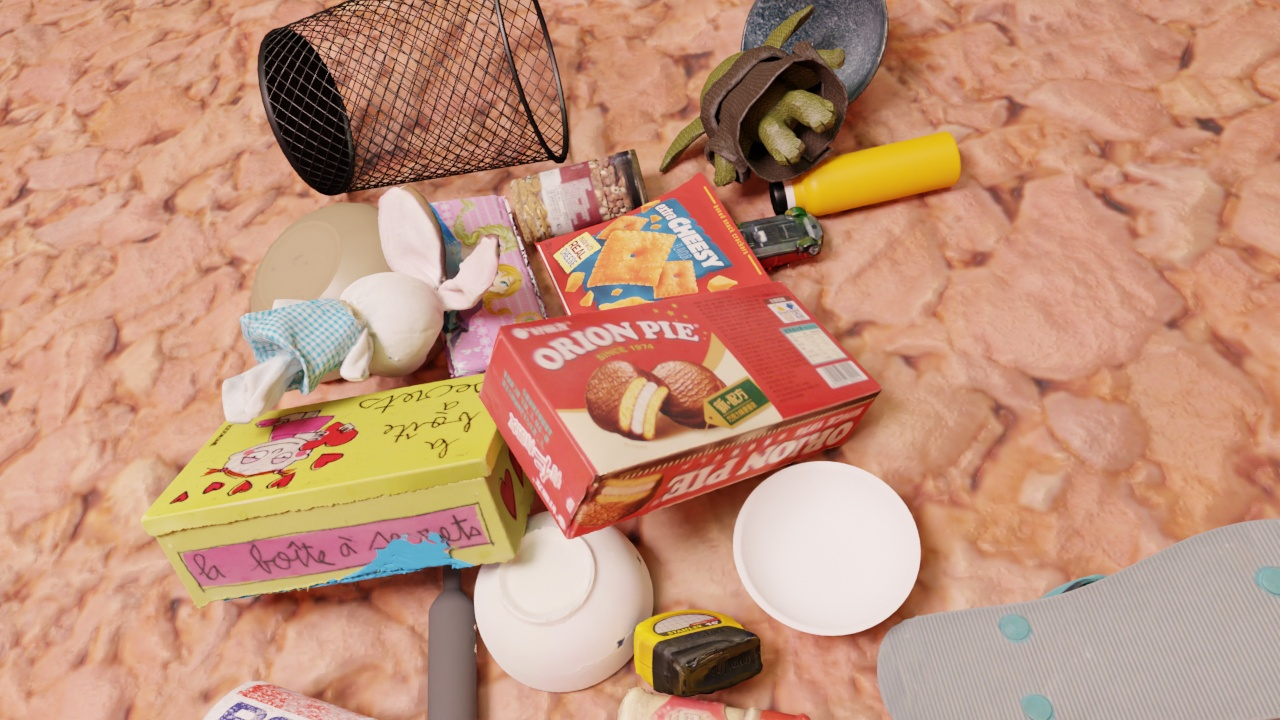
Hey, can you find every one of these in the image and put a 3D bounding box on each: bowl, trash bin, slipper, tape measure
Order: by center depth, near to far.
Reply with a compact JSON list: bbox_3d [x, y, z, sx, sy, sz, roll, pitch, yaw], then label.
[{"bbox_3d":[0.271,0.165,0.515,0.269,0.055,0.098,-19,58,11],"label":"slipper"},{"bbox_3d":[0.030,0.173,0.540,0.065,0.037,0.064,-6,6,-35],"label":"tape measure"},{"bbox_3d":[0.114,0.121,0.569,0.110,0.041,0.109,-5,57,7],"label":"bowl"},{"bbox_3d":[-0.052,0.142,0.572,0.113,0.063,0.113,-5,58,7],"label":"bowl"},{"bbox_3d":[-0.251,-0.062,0.722,0.152,0.050,0.152,-10,65,22],"label":"bowl"},{"bbox_3d":[-0.189,-0.234,0.778,0.210,0.184,0.183,-12,56,9],"label":"trash bin"},{"bbox_3d":[0.159,-0.271,0.793,0.137,0.057,0.137,4,96,38],"label":"bowl"}]

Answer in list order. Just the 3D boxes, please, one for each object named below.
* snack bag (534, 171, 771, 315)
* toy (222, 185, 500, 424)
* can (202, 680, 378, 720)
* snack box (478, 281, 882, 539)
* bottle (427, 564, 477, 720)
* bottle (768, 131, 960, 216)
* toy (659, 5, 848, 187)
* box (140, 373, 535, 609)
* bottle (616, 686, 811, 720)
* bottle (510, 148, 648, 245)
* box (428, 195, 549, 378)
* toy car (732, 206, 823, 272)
[{"bbox_3d":[0.007,-0.071,0.690,0.144,0.039,0.130,-23,55,-4],"label":"snack bag"},{"bbox_3d":[-0.189,-0.015,0.629,0.131,0.106,0.204,27,55,30],"label":"toy"},{"bbox_3d":[-0.183,0.239,0.524,0.136,0.078,0.078,11,60,17],"label":"can"},{"bbox_3d":[0.030,0.020,0.570,0.235,0.060,0.113,-12,52,-37],"label":"snack box"},{"bbox_3d":[-0.120,0.174,0.583,0.030,0.030,0.112,-10,56,3],"label":"bottle"},{"bbox_3d":[0.175,-0.144,0.727,0.144,0.043,0.043,-13,56,2],"label":"bottle"},{"bbox_3d":[0.100,-0.200,0.732,0.179,0.078,0.152,-46,29,9],"label":"toy"},{"bbox_3d":[-0.178,0.078,0.589,0.221,0.081,0.124,-12,26,12],"label":"box"},{"bbox_3d":[0.042,0.214,0.521,0.109,0.044,0.044,5,58,15],"label":"bottle"},{"bbox_3d":[-0.049,-0.134,0.753,0.105,0.056,0.056,-14,56,1],"label":"bottle"},{"bbox_3d":[-0.118,-0.041,0.708,0.084,0.053,0.230,-20,56,-3],"label":"box"},{"bbox_3d":[0.097,-0.089,0.710,0.091,0.036,0.042,-15,56,2],"label":"toy car"}]
